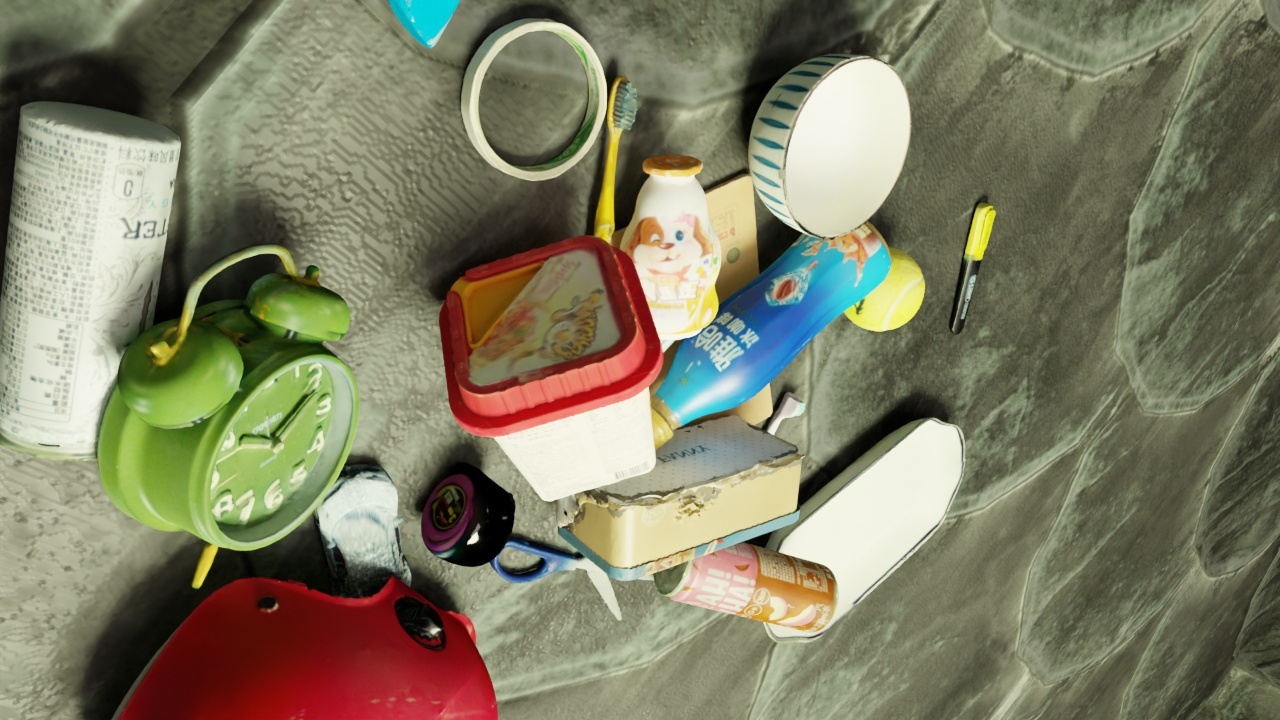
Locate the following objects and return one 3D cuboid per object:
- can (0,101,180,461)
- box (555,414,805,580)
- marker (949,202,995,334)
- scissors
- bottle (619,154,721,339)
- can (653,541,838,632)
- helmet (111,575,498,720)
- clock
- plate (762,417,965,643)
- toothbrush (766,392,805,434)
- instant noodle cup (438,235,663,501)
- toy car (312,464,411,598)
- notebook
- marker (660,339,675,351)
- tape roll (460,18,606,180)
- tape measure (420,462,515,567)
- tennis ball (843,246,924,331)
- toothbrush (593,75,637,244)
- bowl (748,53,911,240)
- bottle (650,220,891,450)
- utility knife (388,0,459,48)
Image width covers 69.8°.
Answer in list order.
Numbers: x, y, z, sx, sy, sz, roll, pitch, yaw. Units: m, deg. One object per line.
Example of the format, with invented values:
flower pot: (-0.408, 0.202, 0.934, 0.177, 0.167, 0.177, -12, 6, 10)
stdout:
can: (-0.241, -0.033, 0.397, 0.058, 0.058, 0.147, 4, 111, -39)
box: (0.035, 0.089, 0.643, 0.184, 0.090, 0.061, -8, 112, -34)
marker: (0.294, -0.079, 0.816, 0.018, 0.015, 0.124, -14, 123, -29)
scissors: (-0.040, 0.139, 0.679, 0.163, 0.012, 0.161, 0, 114, -39)
bottle: (0.018, -0.070, 0.564, 0.063, 0.063, 0.108, -17, 122, -30)
can: (0.086, 0.177, 0.737, 0.147, 0.058, 0.058, 19, 101, -23)
helmet: (-0.173, 0.243, 0.530, 0.239, 0.144, 0.207, 19, 111, -47)
clock: (-0.187, 0.020, 0.431, 0.115, 0.056, 0.161, -46, 153, -53)
plate: (0.203, 0.153, 0.858, 0.265, 0.034, 0.162, -36, 131, -17)
toothbrush: (0.085, 0.113, 0.757, 0.021, 0.029, 0.189, 25, 101, -2)
instant noodle cup: (-0.044, 0.012, 0.533, 0.116, 0.116, 0.124, -16, 139, -1)
toy car: (-0.166, 0.111, 0.553, 0.048, 0.031, 0.106, -20, 123, -29)
notebook: (0.030, -0.012, 0.653, 0.147, 0.008, 0.208, -27, 127, -23)
marker: (-0.004, 0.004, 0.618, 0.145, 0.017, 0.017, -46, 133, -8)
tape roll: (-0.058, -0.144, 0.509, 0.085, 0.014, 0.086, -18, 124, -30)
tape measure: (-0.106, 0.100, 0.575, 0.039, 0.057, 0.058, 36, 81, -44)
tennis ball: (0.186, -0.056, 0.711, 0.065, 0.065, 0.065, -18, 123, -30)
toothbrush: (-0.020, -0.075, 0.562, 0.016, 0.018, 0.192, -7, 117, -32)
bowl: (0.115, -0.145, 0.607, 0.116, 0.066, 0.117, -18, 123, -31)
bottle: (0.080, -0.018, 0.636, 0.218, 0.065, 0.065, -41, 132, -14)
utility knife: (-0.069, -0.243, 0.444, 0.034, 0.018, 0.188, 24, 97, -55)
